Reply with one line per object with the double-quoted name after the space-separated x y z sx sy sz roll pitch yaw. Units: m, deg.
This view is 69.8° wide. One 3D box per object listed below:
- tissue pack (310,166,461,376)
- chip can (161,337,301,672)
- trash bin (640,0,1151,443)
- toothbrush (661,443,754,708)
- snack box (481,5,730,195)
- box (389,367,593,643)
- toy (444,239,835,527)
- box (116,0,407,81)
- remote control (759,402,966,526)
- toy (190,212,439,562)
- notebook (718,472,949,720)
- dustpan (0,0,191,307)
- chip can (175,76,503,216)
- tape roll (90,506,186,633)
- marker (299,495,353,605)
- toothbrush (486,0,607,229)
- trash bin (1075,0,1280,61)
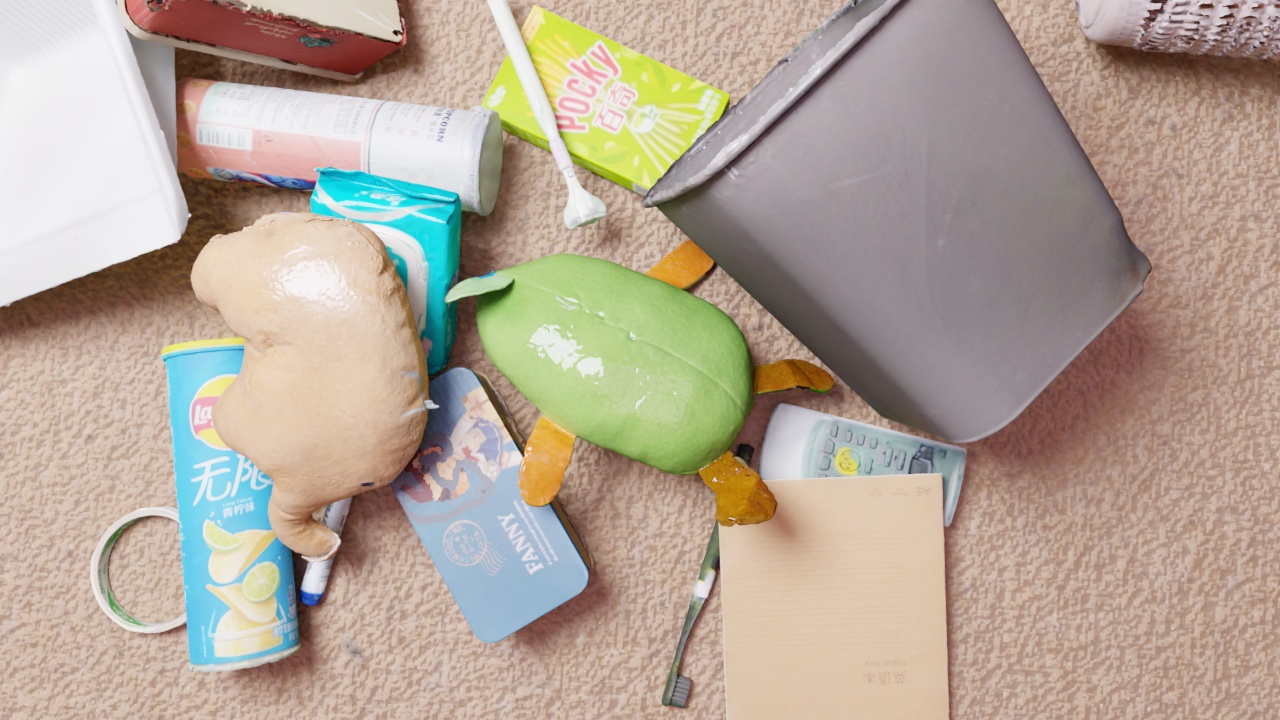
-0.167 -0.060 0.605 0.093 0.050 0.134 10 119 2 "tissue pack"
-0.271 0.093 0.613 0.071 0.071 0.210 -7 86 1 "chip can"
0.150 -0.087 0.546 0.199 0.198 0.220 -44 102 -3 "trash bin"
0.049 0.147 0.628 0.017 0.012 0.185 18 86 -3 "toothbrush"
-0.025 -0.177 0.643 0.156 0.026 0.085 27 86 7 "snack box"
-0.103 0.098 0.613 0.090 0.061 0.184 -33 84 0 "box"
-0.004 0.003 0.600 0.247 0.090 0.226 29 61 11 "toy"
-0.233 -0.245 0.582 0.080 0.168 0.091 -16 84 37 "box"
0.150 0.070 0.626 0.135 0.019 0.056 15 87 3 "remote control"
-0.193 0.024 0.555 0.143 0.082 0.226 1 103 18 "toy"
0.130 0.181 0.613 0.149 0.012 0.211 -2 92 2 "notebook"
-0.409 -0.186 0.571 0.223 0.142 0.257 -15 65 19 "dustpan"
-0.207 -0.148 0.628 0.215 0.071 0.071 8 86 2 "chip can"
-0.338 0.146 0.639 0.086 0.014 0.085 0 85 2 "tape roll"
-0.209 0.098 0.637 0.017 0.017 0.145 16 86 3 "marker"
-0.070 -0.178 0.624 0.029 0.020 0.189 -22 82 -3 "toothbrush"
0.383 -0.278 0.562 0.192 0.227 0.227 1 85 14 "trash bin"
